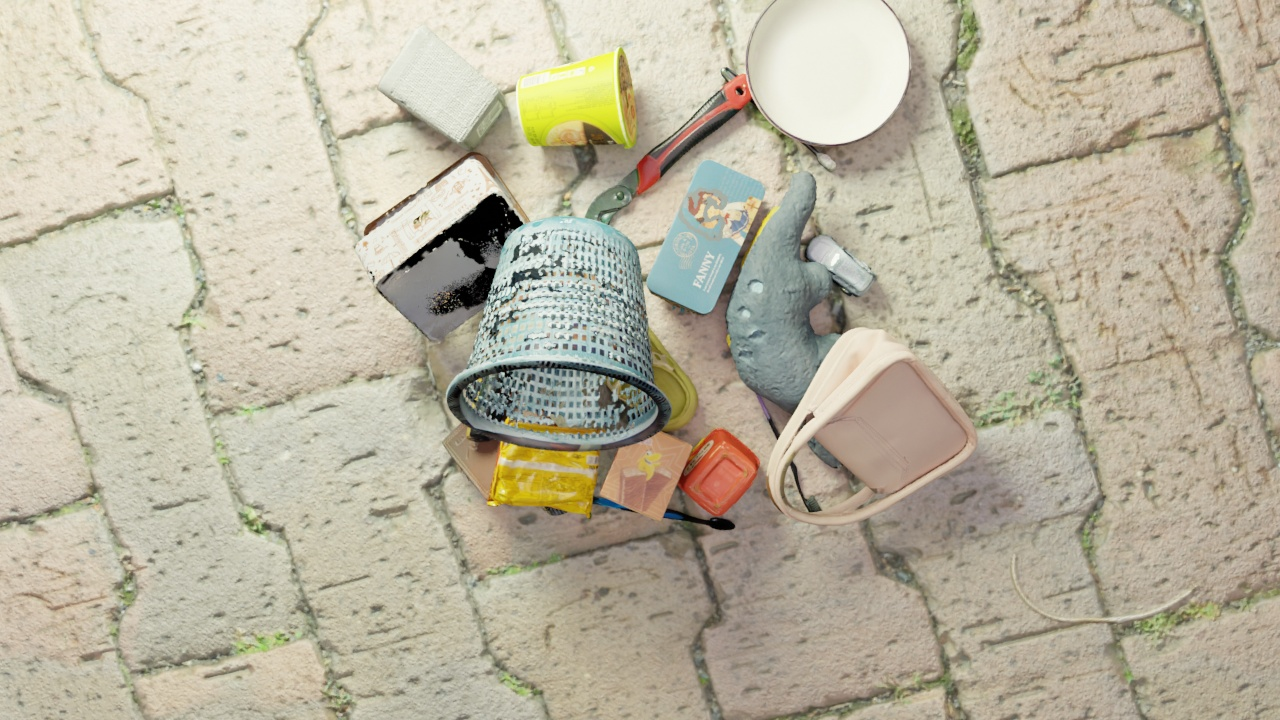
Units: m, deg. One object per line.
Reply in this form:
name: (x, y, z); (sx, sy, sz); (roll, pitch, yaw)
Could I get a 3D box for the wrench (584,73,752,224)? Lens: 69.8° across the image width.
wrench: (0.031, -0.238, 1.092); (0.273, 0.016, 0.056); (-44, 92, 6)

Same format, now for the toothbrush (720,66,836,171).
toothbrush: (0.164, -0.287, 1.089); (0.181, 0.018, 0.016); (41, 101, 0)

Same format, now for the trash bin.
trash bin: (-0.078, -0.033, 0.965); (0.226, 0.227, 0.194); (2, 63, 1)

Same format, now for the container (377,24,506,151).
container: (-0.224, -0.308, 1.062); (0.114, 0.090, 0.090); (37, 94, -4)

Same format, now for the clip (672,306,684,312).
clip: (0.053, -0.085, 1.106); (0.040, 0.014, 0.056); (15, 94, 0)

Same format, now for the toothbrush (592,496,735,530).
toothbrush: (0.023, 0.186, 1.127); (0.189, 0.016, 0.014); (10, 103, 3)

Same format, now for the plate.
plate: (0.215, -0.342, 1.068); (0.192, 0.039, 0.192); (0, 91, -2)

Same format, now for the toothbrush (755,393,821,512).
toothbrush: (0.178, 0.111, 1.116); (0.016, 0.014, 0.189); (-26, 93, -5)

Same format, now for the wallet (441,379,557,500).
wallet: (-0.167, 0.092, 1.103); (0.124, 0.032, 0.101); (-44, 71, 1)

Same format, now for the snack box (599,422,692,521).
snack box: (0.005, 0.127, 1.076); (0.077, 0.093, 0.094); (24, 85, 0)

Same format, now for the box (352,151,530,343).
box: (-0.225, -0.148, 1.070); (0.182, 0.153, 0.177); (-37, 53, 0)

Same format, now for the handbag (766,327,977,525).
handbag: (0.247, 0.096, 1.047); (0.234, 0.093, 0.193); (-46, 118, 7)

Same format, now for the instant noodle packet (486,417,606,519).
instant noodle packet: (-0.104, 0.122, 1.056); (0.128, 0.044, 0.111); (10, 97, -16)

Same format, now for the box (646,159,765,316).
box: (0.072, -0.135, 1.069); (0.090, 0.061, 0.184); (22, 86, 2)

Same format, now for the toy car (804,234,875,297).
toy car: (0.237, -0.113, 1.090); (0.090, 0.034, 0.043); (39, 97, 0)

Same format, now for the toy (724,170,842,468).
toy: (0.170, -0.034, 1.070); (0.137, 0.091, 0.356); (-13, 100, -11)

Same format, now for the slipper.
slipper: (-0.006, 0.006, 1.081); (0.091, 0.081, 0.190); (-44, 94, 1)

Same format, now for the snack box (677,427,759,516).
snack box: (0.094, 0.136, 1.086); (0.082, 0.080, 0.091); (40, 93, -2)

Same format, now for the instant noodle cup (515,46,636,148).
instant noodle cup: (-0.074, -0.293, 1.055); (0.123, 0.111, 0.111); (-5, 94, 10)

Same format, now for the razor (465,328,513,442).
razor: (-0.172, 0.016, 1.087); (0.068, 0.062, 0.167); (9, 82, 42)

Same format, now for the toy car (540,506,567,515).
toy car: (-0.110, 0.136, 1.114); (0.049, 0.031, 0.105); (-27, 78, 4)
